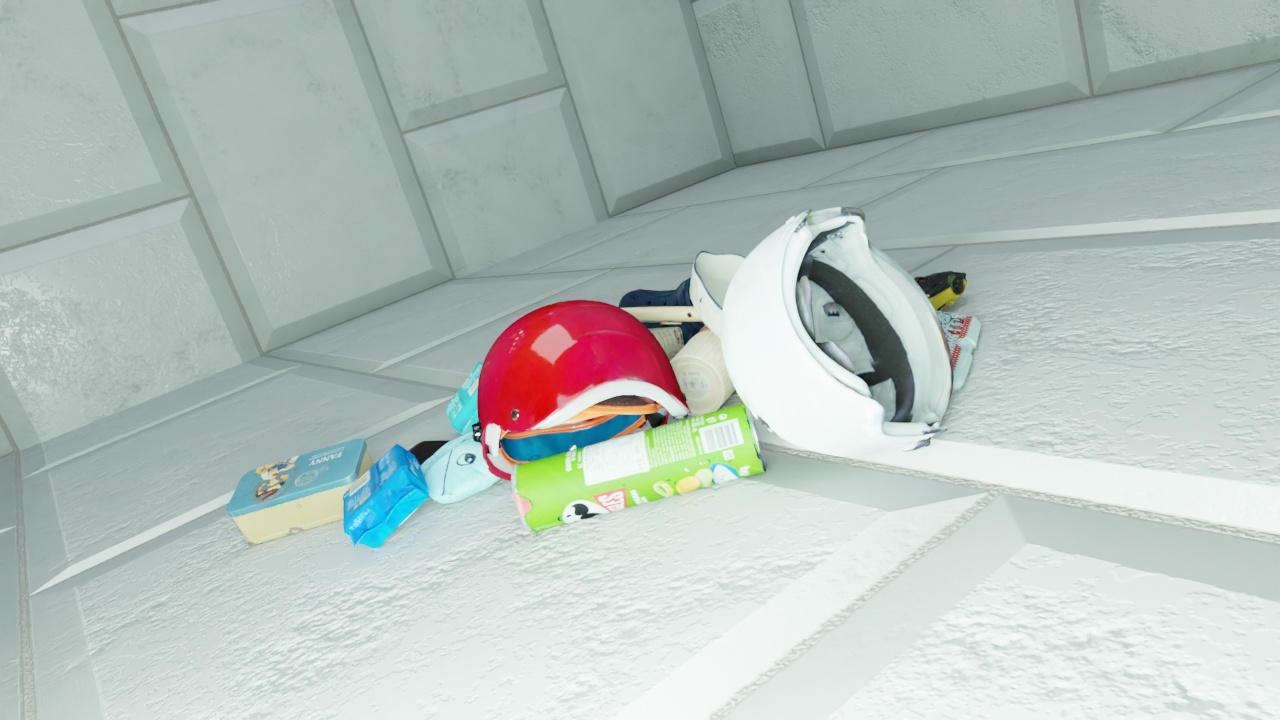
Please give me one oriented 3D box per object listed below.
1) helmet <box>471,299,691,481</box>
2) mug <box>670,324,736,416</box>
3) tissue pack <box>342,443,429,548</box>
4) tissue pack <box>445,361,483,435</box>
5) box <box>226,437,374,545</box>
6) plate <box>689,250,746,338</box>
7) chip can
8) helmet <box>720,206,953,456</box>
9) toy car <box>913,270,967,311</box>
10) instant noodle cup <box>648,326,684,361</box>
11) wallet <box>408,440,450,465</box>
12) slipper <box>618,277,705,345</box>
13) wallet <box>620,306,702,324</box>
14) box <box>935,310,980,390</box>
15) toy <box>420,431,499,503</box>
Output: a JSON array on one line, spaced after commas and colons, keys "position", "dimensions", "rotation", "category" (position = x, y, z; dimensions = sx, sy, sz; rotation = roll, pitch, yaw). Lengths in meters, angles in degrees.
[{"position": [-0.074, 0.025, 0.928], "dimensions": [0.206, 0.143, 0.241], "rotation": [-6, -20, -28], "category": "helmet"}, {"position": [0.073, 0.017, 1.099], "dimensions": [0.115, 0.081, 0.105], "rotation": [-40, 1, 36], "category": "mug"}, {"position": [-0.283, 0.152, 1.021], "dimensions": [0.095, 0.052, 0.157], "rotation": [-44, 19, -7], "category": "tissue pack"}, {"position": [-0.222, 0.056, 1.263], "dimensions": [0.093, 0.050, 0.133], "rotation": [-56, 19, -3], "category": "tissue pack"}, {"position": [-0.406, 0.159, 1.128], "dimensions": [0.184, 0.062, 0.089], "rotation": [-20, 31, 4], "category": "box"}, {"position": [0.145, -0.055, 1.104], "dimensions": [0.046, 0.205, 0.204], "rotation": [-58, -6, 29], "category": "plate"}, {"position": [-0.002, 0.102, 0.871], "dimensions": [0.236, 0.072, 0.072], "rotation": [-16, 15, 7], "category": "chip can"}, {"position": [0.167, -0.011, 0.837], "dimensions": [0.146, 0.229, 0.258], "rotation": [-28, -14, 34], "category": "helmet"}, {"position": [0.351, -0.075, 1.155], "dimensions": [0.155, 0.041, 0.071], "rotation": [-28, 18, -29], "category": "toy car"}, {"position": [-0.007, 0.007, 1.169], "dimensions": [0.117, 0.116, 0.124], "rotation": [-5, 7, 39], "category": "instant noodle cup"}, {"position": [-0.266, 0.130, 1.184], "dimensions": [0.122, 0.020, 0.096], "rotation": [-5, 25, 37], "category": "wallet"}, {"position": [0.080, -0.058, 1.229], "dimensions": [0.253, 0.095, 0.104], "rotation": [4, 51, 20], "category": "slipper"}, {"position": [0.034, -0.057, 1.152], "dimensions": [0.115, 0.024, 0.087], "rotation": [-2, -4, 14], "category": "wallet"}, {"position": [0.284, -0.014, 1.006], "dimensions": [0.161, 0.059, 0.200], "rotation": [-6, 20, 28], "category": "box"}, {"position": [-0.206, 0.123, 1.070], "dimensions": [0.162, 0.050, 0.155], "rotation": [-18, 23, 25], "category": "toy"}]
